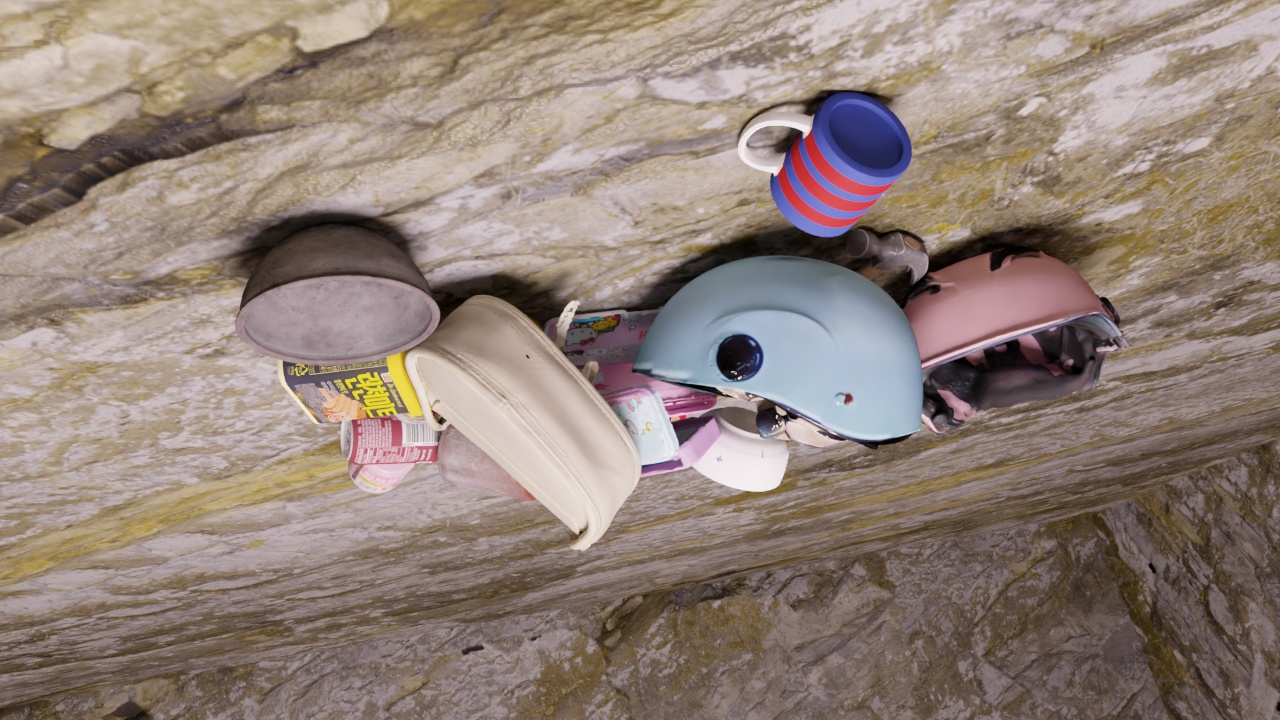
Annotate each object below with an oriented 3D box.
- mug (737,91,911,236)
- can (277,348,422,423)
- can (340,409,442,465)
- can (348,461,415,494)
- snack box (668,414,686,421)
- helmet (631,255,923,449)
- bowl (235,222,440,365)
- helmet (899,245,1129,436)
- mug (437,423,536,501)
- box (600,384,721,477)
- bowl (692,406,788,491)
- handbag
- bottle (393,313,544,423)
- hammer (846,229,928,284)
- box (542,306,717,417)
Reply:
[{"bbox_3d":[0.128,-0.149,0.668,0.112,0.074,0.076,22,150,-10],"label":"mug"},{"bbox_3d":[-0.258,0.005,0.828,0.101,0.072,0.131,-7,158,-6],"label":"can"},{"bbox_3d":[-0.270,0.083,1.023,0.114,0.063,0.063,1,155,-30],"label":"can"},{"bbox_3d":[-0.303,0.115,1.079,0.067,0.067,0.076,1,155,-30],"label":"can"},{"bbox_3d":[-0.018,0.090,1.173,0.152,0.035,0.133,-12,170,0],"label":"snack box"},{"bbox_3d":[0.129,-0.011,0.847,0.266,0.166,0.225,9,174,16],"label":"helmet"},{"bbox_3d":[-0.230,-0.056,0.697,0.145,0.067,0.145,-10,158,-4],"label":"bowl"},{"bbox_3d":[0.365,-0.031,0.954,0.230,0.152,0.255,-20,158,25],"label":"helmet"},{"bbox_3d":[-0.156,0.088,1.018,0.110,0.123,0.096,9,-167,14],"label":"mug"},{"bbox_3d":[-0.037,0.069,0.903,0.215,0.092,0.089,-16,-165,40],"label":"box"},{"bbox_3d":[0.100,0.083,0.927,0.104,0.105,0.054,4,113,-34],"label":"bowl"},{"bbox_3d":[-0.091,0.051,0.827,0.131,0.229,0.185,-46,176,-33],"label":"handbag"},{"bbox_3d":[-0.175,0.013,0.913,0.187,0.053,0.053,-26,155,30],"label":"bottle"},{"bbox_3d":[0.172,-0.043,0.992,0.119,0.030,0.332,3,153,-34],"label":"hammer"},{"bbox_3d":[-0.008,0.000,0.965,0.201,0.059,0.156,-6,125,-16],"label":"box"}]
